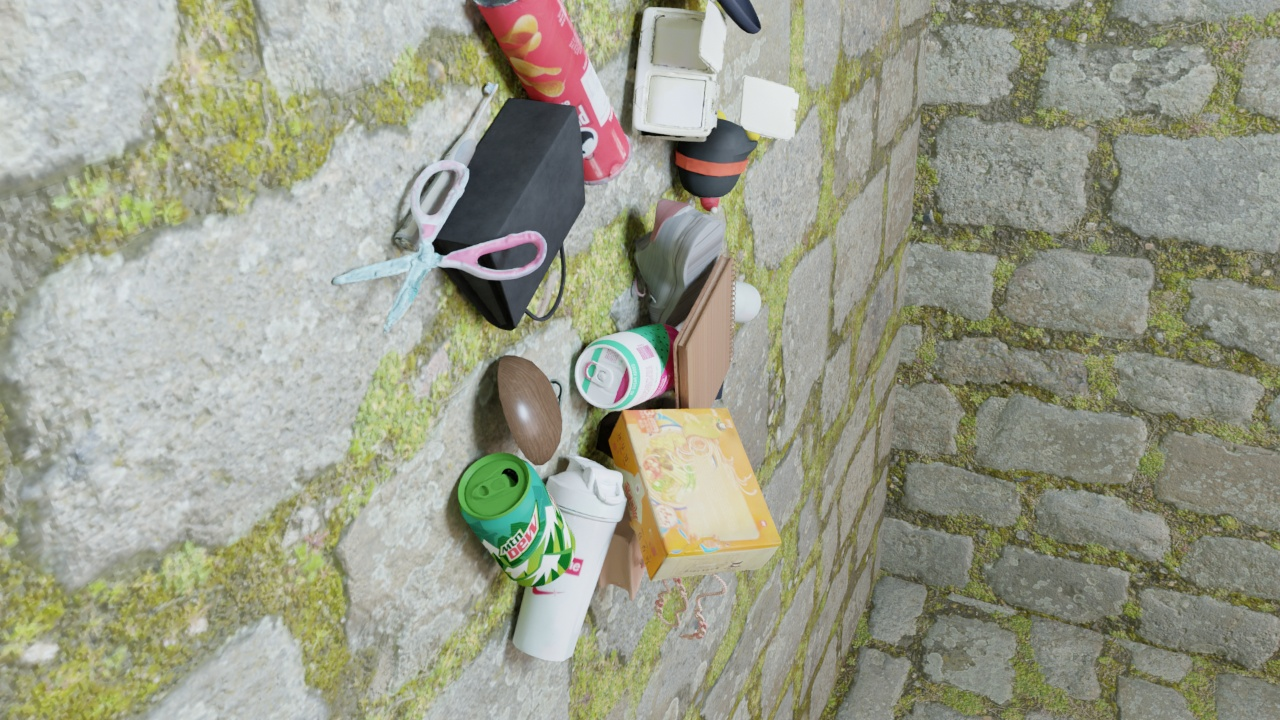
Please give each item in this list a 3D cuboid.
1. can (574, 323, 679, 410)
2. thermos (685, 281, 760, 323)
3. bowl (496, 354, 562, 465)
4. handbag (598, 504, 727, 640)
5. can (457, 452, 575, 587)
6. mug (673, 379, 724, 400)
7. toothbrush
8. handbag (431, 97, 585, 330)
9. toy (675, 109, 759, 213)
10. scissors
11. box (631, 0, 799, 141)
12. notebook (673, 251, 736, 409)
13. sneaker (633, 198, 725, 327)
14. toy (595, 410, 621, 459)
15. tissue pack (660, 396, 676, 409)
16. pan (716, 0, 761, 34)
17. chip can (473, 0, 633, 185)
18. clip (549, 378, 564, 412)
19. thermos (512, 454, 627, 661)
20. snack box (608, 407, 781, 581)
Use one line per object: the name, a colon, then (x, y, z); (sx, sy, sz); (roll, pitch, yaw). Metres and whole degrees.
can: (-0.007, 0.006, 1.112); (0.165, 0.088, 0.088); (-18, 116, -62)
thermos: (0.113, -0.089, 1.355); (0.229, 0.068, 0.068); (-4, 103, -64)
bowl: (-0.105, 0.046, 0.922); (0.117, 0.030, 0.118); (-18, 89, -80)
handbag: (0.038, 0.248, 1.181); (0.199, 0.187, 0.116); (91, 24, -48)
can: (-0.124, 0.163, 0.931); (0.082, 0.083, 0.144); (-63, 151, -31)
mug: (0.075, 0.013, 1.326); (0.104, 0.071, 0.077); (-2, 103, -42)
toothbrush: (-0.160, -0.171, 0.790); (0.185, 0.024, 0.022); (-68, -168, -24)
handbag: (-0.106, -0.114, 0.885); (0.196, 0.072, 0.175); (71, 38, -54)
toy: (0.093, -0.261, 1.211); (0.099, 0.097, 0.119); (-20, 128, -42)
scissors: (-0.168, -0.099, 0.737); (0.172, 0.158, 0.014); (-18, 160, -20)
box: (0.090, -0.323, 1.025); (0.101, 0.194, 0.143); (-109, -157, -86)
notebook: (0.085, -0.010, 1.166); (0.211, 0.022, 0.168); (85, 27, -51)
sneaker: (0.035, -0.121, 1.164); (0.099, 0.089, 0.237); (-38, 162, -27)
toy: (-0.012, 0.097, 1.174); (0.100, 0.063, 0.076); (-10, 73, -49)
tissue pack: (0.042, 0.141, 1.276); (0.104, 0.071, 0.181); (-174, -82, -70)
pan: (0.034, -0.489, 0.995); (0.356, 0.021, 0.198); (33, 34, -49)
chip can: (-0.077, -0.267, 0.867); (0.073, 0.073, 0.233); (-68, 152, -22)
clip: (-0.100, 0.058, 1.013); (0.047, 0.023, 0.076); (-24, 123, -63)
thermos: (-0.079, 0.224, 1.044); (0.099, 0.099, 0.220); (15, 91, -65)
snack box: (0.055, 0.155, 1.076); (0.081, 0.145, 0.195); (115, -34, -44)
